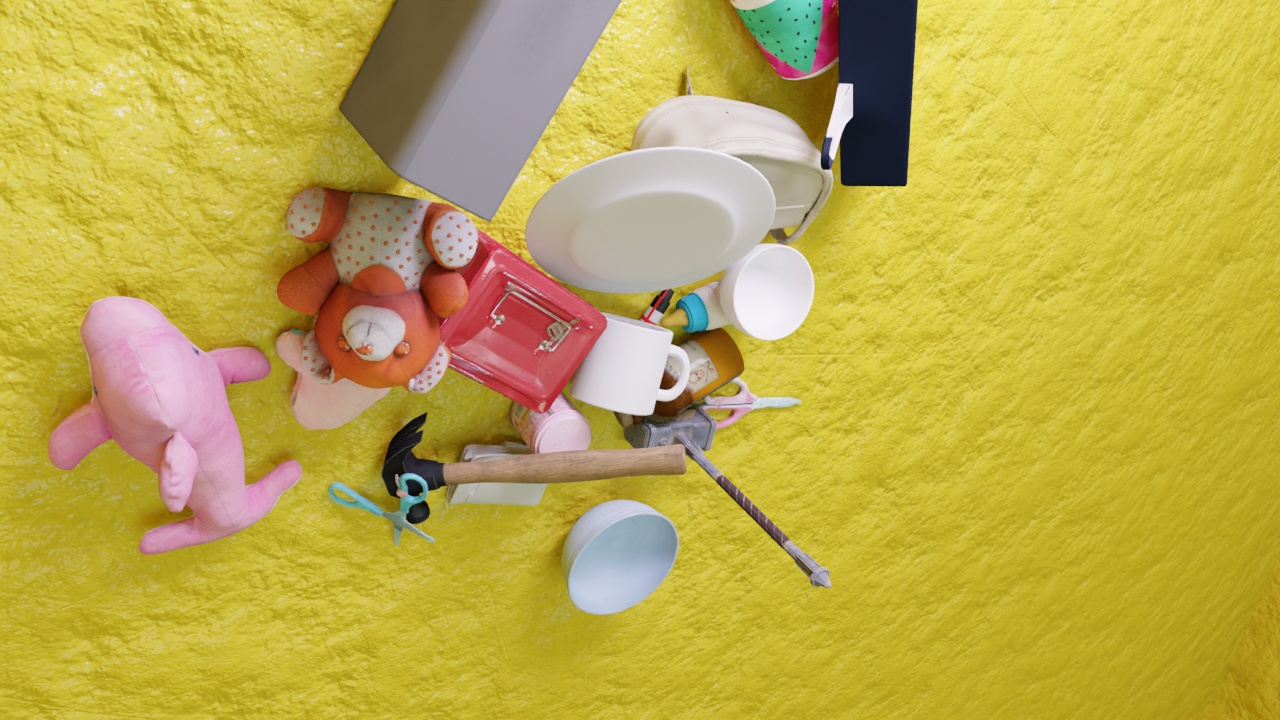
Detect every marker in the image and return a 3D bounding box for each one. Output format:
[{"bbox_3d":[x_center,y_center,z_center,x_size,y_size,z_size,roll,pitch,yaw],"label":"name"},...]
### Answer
[{"bbox_3d":[-0.001,-0.027,1.029,0.019,0.019,0.146,27,101,-40],"label":"marker"}]

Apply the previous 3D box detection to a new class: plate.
[{"bbox_3d":[0.011,-0.121,0.884,0.242,0.016,0.243,-7,155,-3],"label":"plate"}]

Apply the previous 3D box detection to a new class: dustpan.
[{"bbox_3d":[0.229,-0.284,0.910,0.080,0.272,0.236,2,142,15],"label":"dustpan"}]

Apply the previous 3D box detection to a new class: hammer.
[{"bbox_3d":[0.101,0.142,0.994,0.098,0.322,0.044,-4,119,-31],"label":"hammer"},{"bbox_3d":[-0.107,0.107,0.935,0.305,0.040,0.132,-4,132,3],"label":"hammer"}]

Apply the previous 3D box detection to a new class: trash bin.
[{"bbox_3d":[-0.123,-0.247,0.706,0.097,0.192,0.220,24,104,-40],"label":"trash bin"}]

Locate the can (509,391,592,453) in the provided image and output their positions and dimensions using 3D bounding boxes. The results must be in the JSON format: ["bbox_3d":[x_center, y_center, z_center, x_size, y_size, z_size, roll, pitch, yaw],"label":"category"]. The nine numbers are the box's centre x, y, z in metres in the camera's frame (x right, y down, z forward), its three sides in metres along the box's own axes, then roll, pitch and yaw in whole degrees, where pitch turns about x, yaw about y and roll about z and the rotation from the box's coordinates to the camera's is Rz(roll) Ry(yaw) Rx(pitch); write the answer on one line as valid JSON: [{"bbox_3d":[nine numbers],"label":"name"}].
[{"bbox_3d":[-0.097,0.069,0.987,0.067,0.076,0.067,-16,124,-25],"label":"can"}]

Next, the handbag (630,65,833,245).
[{"bbox_3d":[0.084,-0.195,0.955,0.228,0.131,0.185,-10,147,-24],"label":"handbag"}]

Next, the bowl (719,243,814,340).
[{"bbox_3d":[0.132,-0.077,1.001,0.104,0.054,0.105,-7,106,-27],"label":"bowl"}]

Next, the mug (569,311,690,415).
[{"bbox_3d":[-0.006,0.006,0.977,0.121,0.091,0.090,13,97,-12],"label":"mug"}]

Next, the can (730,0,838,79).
[{"bbox_3d":[0.134,-0.352,0.874,0.088,0.088,0.166,-47,131,0],"label":"can"}]

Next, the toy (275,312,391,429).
[{"bbox_3d":[-0.283,0.006,0.849,0.108,0.053,0.105,-32,119,-13],"label":"toy"}]

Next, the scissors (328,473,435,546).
[{"bbox_3d":[-0.267,0.153,0.947,0.126,0.015,0.136,11,131,-8],"label":"scissors"}]

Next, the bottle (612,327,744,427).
[{"bbox_3d":[0.038,0.025,1.054,0.156,0.068,0.068,-31,129,-13],"label":"bottle"}]

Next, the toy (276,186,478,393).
[{"bbox_3d":[-0.227,-0.058,0.793,0.163,0.093,0.172,6,98,-7],"label":"toy"}]

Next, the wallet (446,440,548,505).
[{"bbox_3d":[-0.153,0.126,1.019,0.116,0.032,0.086,9,123,-38],"label":"wallet"}]

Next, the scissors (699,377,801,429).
[{"bbox_3d":[0.145,0.053,1.176,0.173,0.017,0.077,1,115,-33],"label":"scissors"}]

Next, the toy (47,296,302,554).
[{"bbox_3d":[-0.386,0.070,0.771,0.186,0.128,0.266,-27,134,-21],"label":"toy"}]

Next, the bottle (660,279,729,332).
[{"bbox_3d":[0.086,-0.063,1.042,0.146,0.051,0.051,-20,126,-22],"label":"bottle"}]

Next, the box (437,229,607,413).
[{"bbox_3d":[-0.127,-0.036,0.899,0.158,0.087,0.129,33,98,-40],"label":"box"}]

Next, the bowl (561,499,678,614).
[{"bbox_3d":[-0.035,0.228,1.124,0.150,0.075,0.151,-16,125,-24],"label":"bowl"}]
